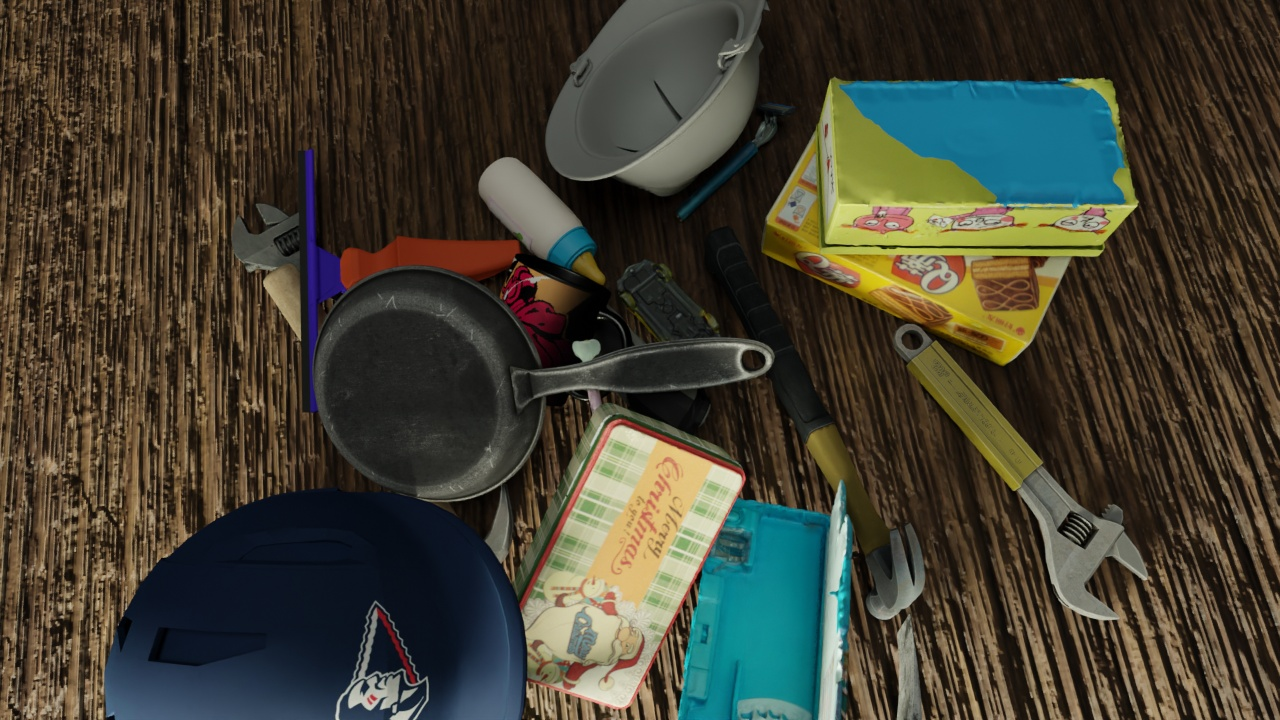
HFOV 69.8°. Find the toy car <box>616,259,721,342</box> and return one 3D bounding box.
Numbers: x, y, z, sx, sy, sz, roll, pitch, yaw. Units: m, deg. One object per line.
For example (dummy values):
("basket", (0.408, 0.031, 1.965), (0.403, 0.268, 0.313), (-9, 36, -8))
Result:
("toy car", (0.024, -0.041, 0.779), (0.049, 0.030, 0.107), (-38, 76, -7))

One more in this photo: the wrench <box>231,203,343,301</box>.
("wrench", (-0.256, -0.055, 0.810), (0.273, 0.018, 0.073), (36, 78, 12))

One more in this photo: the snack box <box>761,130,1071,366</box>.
("snack box", (0.227, -0.097, 0.767), (0.230, 0.062, 0.110), (27, 75, 12))

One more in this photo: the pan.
("pan", (-0.081, 0.016, 0.679), (0.357, 0.055, 0.187), (-4, 104, 12))

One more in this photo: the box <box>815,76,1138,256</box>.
("box", (0.252, -0.149, 0.712), (0.221, 0.081, 0.124), (0, 69, 0))

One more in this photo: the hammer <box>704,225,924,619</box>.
("hammer", (0.128, 0.034, 0.716), (0.025, 0.118, 0.332), (-20, 66, -9))

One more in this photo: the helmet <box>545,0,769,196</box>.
("helmet", (0.037, -0.225, 0.800), (0.184, 0.118, 0.270), (8, 61, 38))

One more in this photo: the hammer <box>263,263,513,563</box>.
("hammer", (-0.222, 0.051, 0.765), (0.119, 0.031, 0.331), (-35, 74, -9))

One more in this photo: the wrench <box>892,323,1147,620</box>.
("wrench", (0.292, 0.080, 0.729), (0.083, 0.018, 0.273), (-35, 73, -8))

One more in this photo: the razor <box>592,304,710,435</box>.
("razor", (-0.005, 0.004, 0.756), (0.156, 0.057, 0.060), (42, 37, 16))

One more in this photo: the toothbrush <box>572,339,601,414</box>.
("toothbrush", (-0.030, 0.057, 0.716), (0.022, 0.015, 0.155), (-5, 108, 14))

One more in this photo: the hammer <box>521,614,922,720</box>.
("hammer", (0.046, 0.253, 0.632), (0.301, 0.037, 0.217), (11, 49, 6))

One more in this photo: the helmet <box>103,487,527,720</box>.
("helmet", (-0.206, 0.199, 0.596), (0.272, 0.223, 0.232), (0, 81, 10))

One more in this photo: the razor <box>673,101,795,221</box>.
("razor", (0.082, -0.178, 0.827), (0.144, 0.022, 0.042), (-48, 38, -7))

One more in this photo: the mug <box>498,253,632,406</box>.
("mug", (-0.063, -0.017, 0.732), (0.118, 0.081, 0.098), (25, 100, 12))

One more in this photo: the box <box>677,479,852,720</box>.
("box", (0.084, 0.172, 0.599), (0.098, 0.122, 0.226), (10, 49, 5))

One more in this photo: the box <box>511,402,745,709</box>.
("box", (-0.019, 0.141, 0.655), (0.117, 0.049, 0.205), (25, 97, -21))

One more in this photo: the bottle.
("bottle", (-0.081, -0.115, 0.799), (0.051, 0.051, 0.146), (-41, 74, -10))

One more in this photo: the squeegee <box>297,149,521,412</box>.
("squeegee", (-0.195, -0.080, 0.788), (0.185, 0.055, 0.249), (-8, 68, -3))
